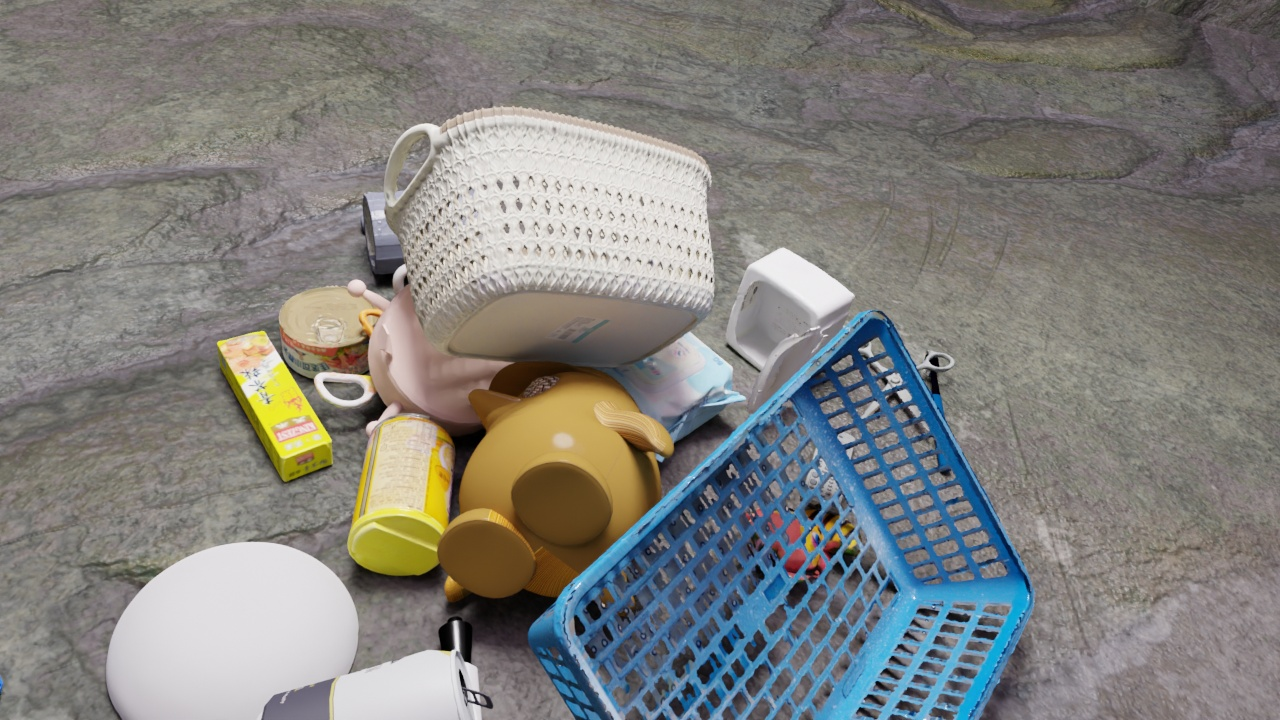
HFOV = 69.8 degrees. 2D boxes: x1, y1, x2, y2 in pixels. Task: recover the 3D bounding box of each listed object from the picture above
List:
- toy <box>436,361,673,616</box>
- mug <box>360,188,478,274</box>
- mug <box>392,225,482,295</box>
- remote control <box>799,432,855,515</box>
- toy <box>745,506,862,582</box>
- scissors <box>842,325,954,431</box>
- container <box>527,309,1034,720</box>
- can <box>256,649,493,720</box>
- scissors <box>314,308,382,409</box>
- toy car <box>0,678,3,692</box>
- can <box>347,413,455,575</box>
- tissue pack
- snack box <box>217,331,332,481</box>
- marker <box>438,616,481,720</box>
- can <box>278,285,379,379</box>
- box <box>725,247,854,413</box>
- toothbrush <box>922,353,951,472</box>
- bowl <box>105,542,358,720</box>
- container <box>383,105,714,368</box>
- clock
[{"bbox_3d":[-0.058,0.071,0.670,0.162,0.199,0.203,46,21,-17],"label":"toy"},{"bbox_3d":[-0.224,-0.135,0.927,0.103,0.084,0.124,-9,20,-21],"label":"mug"},{"bbox_3d":[-0.173,-0.065,0.839,0.107,0.090,0.071,-10,45,-25],"label":"mug"},{"bbox_3d":[0.160,0.091,0.780,0.033,0.013,0.136,20,24,10],"label":"remote control"},{"bbox_3d":[0.121,0.138,0.716,0.103,0.046,0.084,2,18,-28],"label":"toy"},{"bbox_3d":[0.246,0.012,0.919,0.141,0.014,0.173,-22,45,-23],"label":"scissors"},{"bbox_3d":[0.102,0.155,0.579,0.360,0.089,0.257,-36,99,-43],"label":"container"},{"bbox_3d":[-0.148,0.208,0.524,0.127,0.064,0.064,-15,45,-6],"label":"can"},{"bbox_3d":[-0.210,0.015,0.759,0.127,0.011,0.125,-29,81,-35],"label":"scissors"},{"bbox_3d":[-0.400,0.156,0.560,0.092,0.033,0.061,28,49,18],"label":"toy car"},{"bbox_3d":[-0.171,0.098,0.667,0.067,0.068,0.104,5,40,-10],"label":"can"},{"bbox_3d":[-0.005,0.005,0.819,0.111,0.070,0.182,-27,54,-36],"label":"tissue pack"},{"bbox_3d":[-0.296,0.033,0.738,0.040,0.029,0.148,-20,50,-33],"label":"snack box"},{"bbox_3d":[-0.113,0.217,0.575,0.025,0.025,0.125,0,42,-16],"label":"marker"},{"bbox_3d":[-0.269,-0.025,0.802,0.086,0.043,0.086,7,40,-6],"label":"can"},{"bbox_3d":[0.121,-0.016,0.853,0.136,0.109,0.126,-29,57,-35],"label":"box"},{"bbox_3d":[0.289,0.048,0.893,0.014,0.014,0.167,13,41,1],"label":"toothbrush"},{"bbox_3d":[-0.256,0.168,0.580,0.149,0.043,0.149,8,40,-7],"label":"bowl"},{"bbox_3d":[-0.061,-0.083,0.697,0.245,0.185,0.142,3,66,-36],"label":"container"},{"bbox_3d":[-0.146,-0.008,0.749,0.160,0.086,0.131,-1,74,-38],"label":"clock"}]
